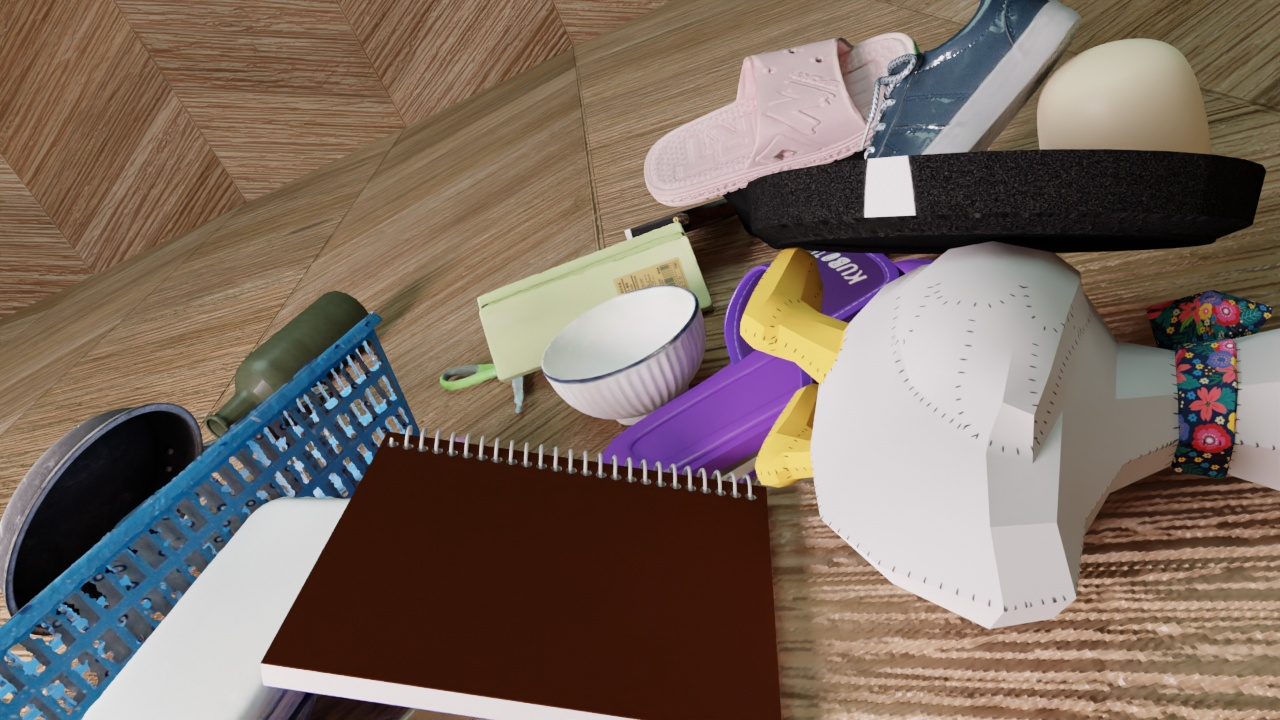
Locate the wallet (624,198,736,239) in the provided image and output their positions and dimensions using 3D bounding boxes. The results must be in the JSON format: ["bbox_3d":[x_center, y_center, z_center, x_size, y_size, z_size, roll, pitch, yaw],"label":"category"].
[{"bbox_3d":[0.044,-0.129,0.852,0.072,0.019,0.122,-14,8,34],"label":"wallet"}]

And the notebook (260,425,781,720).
[{"bbox_3d":[-0.041,0.097,0.439,0.209,0.022,0.171,8,31,0],"label":"notebook"}]

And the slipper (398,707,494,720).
[{"bbox_3d":[-0.122,0.193,0.387,0.260,0.079,0.111,-41,26,-29],"label":"slipper"}]

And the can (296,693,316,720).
[{"bbox_3d":[-0.198,0.206,0.480,0.032,0.032,0.095,-22,26,9],"label":"can"}]

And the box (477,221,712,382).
[{"bbox_3d":[-0.039,-0.045,0.785,0.188,0.091,0.083,-18,-11,2],"label":"box"}]

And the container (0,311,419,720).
[{"bbox_3d":[-0.301,0.140,0.573,0.258,0.089,0.360,-27,18,45],"label":"container"}]

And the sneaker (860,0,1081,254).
[{"bbox_3d":[0.201,-0.169,0.647,0.236,0.087,0.089,-52,-15,16],"label":"sneaker"}]

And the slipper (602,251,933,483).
[{"bbox_3d":[0.085,-0.012,0.566,0.266,0.084,0.107,-32,26,-13],"label":"slipper"}]

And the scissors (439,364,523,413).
[{"bbox_3d":[-0.105,-0.001,0.801,0.172,0.025,0.159,-3,28,33],"label":"scissors"}]

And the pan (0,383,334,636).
[{"bbox_3d":[-0.378,0.086,0.769,0.055,0.188,0.355,23,26,7],"label":"pan"}]

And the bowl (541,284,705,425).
[{"bbox_3d":[-0.004,0.004,0.645,0.118,0.062,0.118,-20,27,11],"label":"bowl"}]

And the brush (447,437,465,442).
[{"bbox_3d":[-0.120,0.117,0.551,0.089,0.043,0.228,-30,23,-6],"label":"brush"}]

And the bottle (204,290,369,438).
[{"bbox_3d":[-0.370,0.008,0.965,0.072,0.071,0.206,-7,32,34],"label":"bottle"}]

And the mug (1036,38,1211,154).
[{"bbox_3d":[0.312,-0.162,0.618,0.096,0.100,0.120,-30,26,-8],"label":"mug"}]

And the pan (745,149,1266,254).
[{"bbox_3d":[0.188,-0.077,0.504,0.226,0.034,0.355,2,5,20],"label":"pan"}]

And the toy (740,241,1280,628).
[{"bbox_3d":[0.169,0.024,0.370,0.268,0.141,0.245,8,28,34],"label":"toy"}]

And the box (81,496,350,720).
[{"bbox_3d":[-0.195,0.141,0.427,0.123,0.083,0.214,-38,13,32],"label":"box"}]

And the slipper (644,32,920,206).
[{"bbox_3d":[0.102,-0.196,0.729,0.240,0.064,0.094,-19,57,23],"label":"slipper"}]

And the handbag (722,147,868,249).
[{"bbox_3d":[0.137,-0.180,0.779,0.154,0.115,0.125,-35,29,6],"label":"handbag"}]
